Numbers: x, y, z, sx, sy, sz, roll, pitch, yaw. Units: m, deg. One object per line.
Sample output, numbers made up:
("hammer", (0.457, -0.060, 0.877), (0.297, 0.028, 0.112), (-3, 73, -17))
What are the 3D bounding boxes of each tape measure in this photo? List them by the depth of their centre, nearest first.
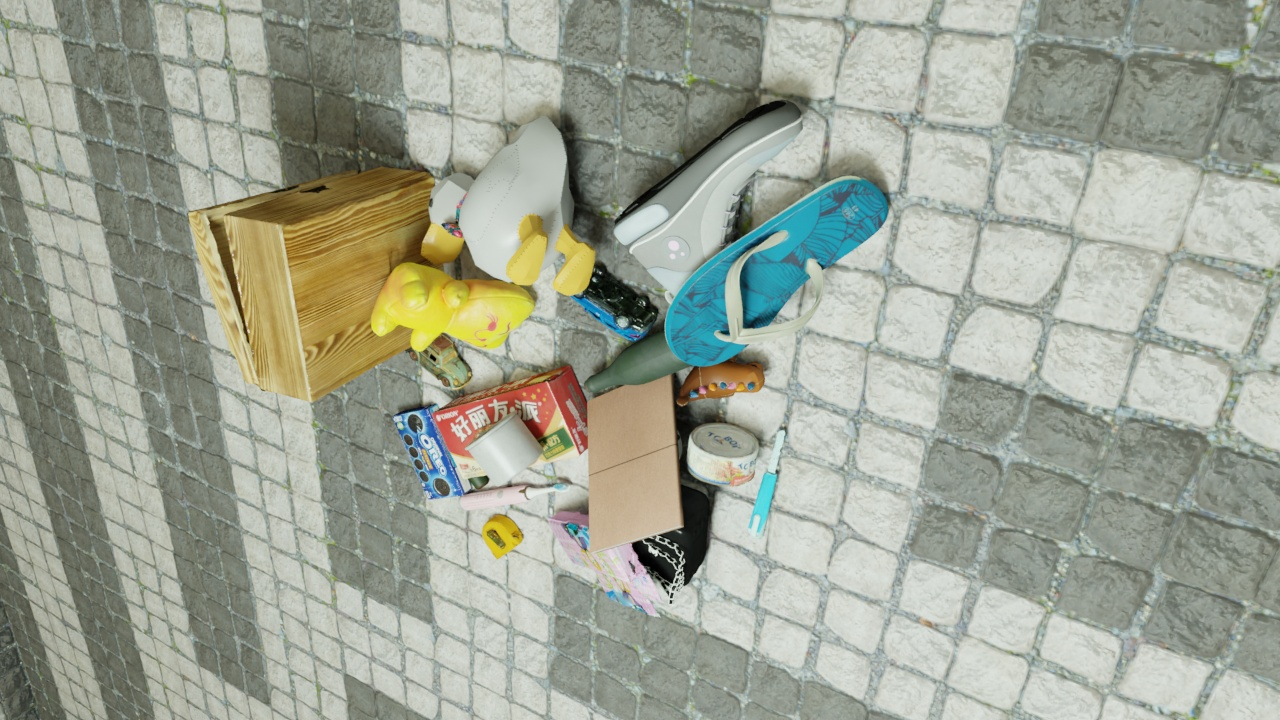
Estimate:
("tape measure", (-0.217, 0.271, 1.426), (0.059, 0.030, 0.068), (51, 128, -1))

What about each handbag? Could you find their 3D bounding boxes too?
("handbag", (0.015, 0.229, 1.183), (0.125, 0.114, 0.154), (24, 148, 20))

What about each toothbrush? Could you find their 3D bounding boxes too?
("toothbrush", (-0.190, 0.202, 1.378), (0.223, 0.026, 0.027), (-14, 65, 36))

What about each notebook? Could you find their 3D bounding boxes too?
("notebook", (-0.010, 0.123, 1.143), (0.142, 0.008, 0.208), (-24, 55, 33))

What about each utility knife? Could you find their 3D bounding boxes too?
("utility knife", (0.160, 0.157, 1.143), (0.022, 0.015, 0.169), (24, 124, 20))

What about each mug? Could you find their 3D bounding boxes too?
("mug", (-0.185, 0.119, 1.231), (0.070, 0.084, 0.113), (54, 157, -4))

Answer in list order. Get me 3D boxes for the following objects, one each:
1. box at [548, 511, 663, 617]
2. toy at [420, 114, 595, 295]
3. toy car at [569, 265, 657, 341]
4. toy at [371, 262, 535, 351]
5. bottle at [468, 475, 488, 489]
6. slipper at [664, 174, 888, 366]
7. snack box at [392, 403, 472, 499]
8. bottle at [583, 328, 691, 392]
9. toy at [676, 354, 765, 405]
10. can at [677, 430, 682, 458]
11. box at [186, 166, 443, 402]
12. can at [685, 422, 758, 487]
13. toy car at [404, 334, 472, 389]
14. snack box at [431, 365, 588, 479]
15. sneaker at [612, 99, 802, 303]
("box", (-0.045, 0.284, 1.258), (0.159, 0.035, 0.231), (60, 158, -7))
("toy", (-0.165, -0.182, 1.121), (0.267, 0.140, 0.247), (45, 113, 37))
("toy car", (-0.038, -0.069, 1.137), (0.120, 0.056, 0.044), (36, 140, 8))
("toy", (-0.249, -0.070, 1.203), (0.135, 0.193, 0.087), (-40, 54, 43))
("bottle", (-0.270, 0.149, 1.403), (0.025, 0.025, 0.106), (-32, 93, 38))
("slipper", (0.135, -0.082, 0.978), (0.118, 0.060, 0.296), (37, 121, -23))
("snack box", (-0.325, 0.144, 1.434), (0.082, 0.027, 0.150), (-13, 105, 35))
("bottle", (-0.007, 0.007, 1.154), (0.175, 0.055, 0.055), (-24, 98, 39))
("toy", (0.094, 0.029, 1.073), (0.090, 0.102, 0.071), (3, 119, 38))
("can", (-0.003, 0.116, 1.196), (0.128, 0.064, 0.064), (-17, 102, 36))
("box", (-0.408, -0.107, 1.214), (0.176, 0.278, 0.247), (9, 116, 24))
("can", (0.100, 0.114, 1.118), (0.086, 0.086, 0.043), (19, 119, 24))
("toy car", (-0.291, -0.007, 1.328), (0.112, 0.047, 0.047), (38, 131, 11))
("snack box", (-0.178, 0.091, 1.296), (0.237, 0.060, 0.113), (-15, 103, 35))
("sneaker", (0.099, -0.156, 0.999), (0.257, 0.092, 0.160), (-30, 103, 37))
